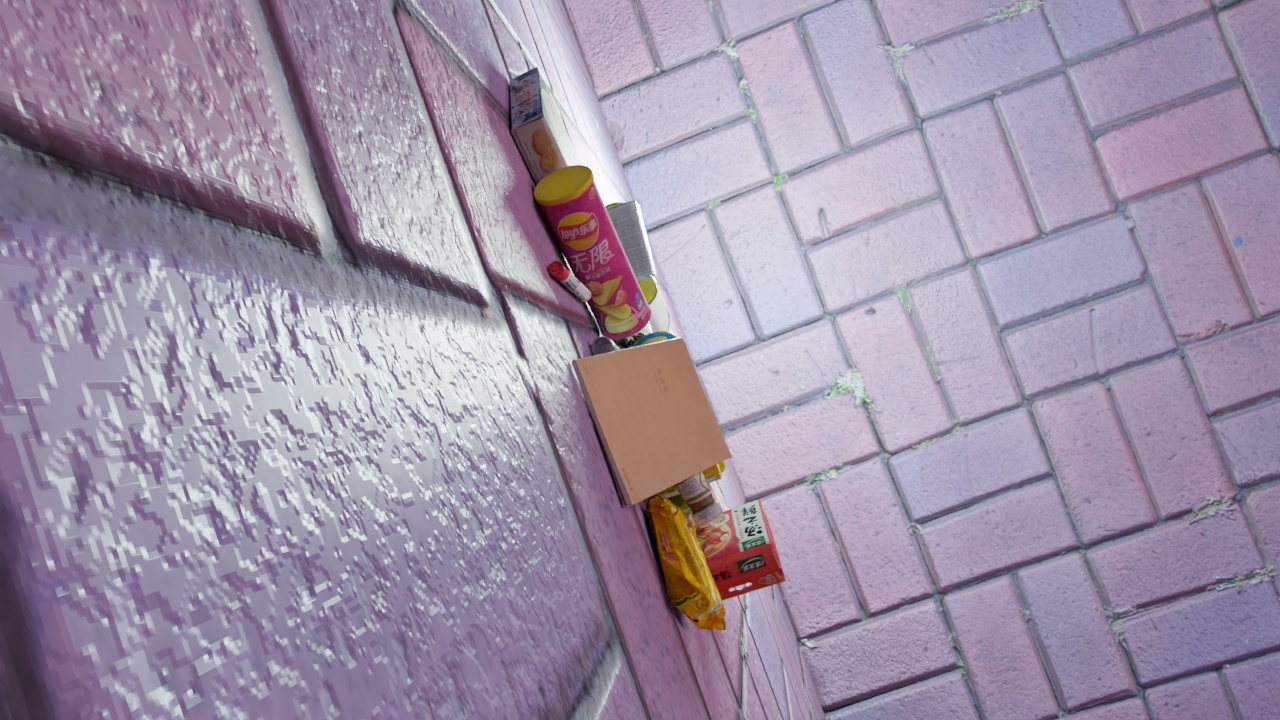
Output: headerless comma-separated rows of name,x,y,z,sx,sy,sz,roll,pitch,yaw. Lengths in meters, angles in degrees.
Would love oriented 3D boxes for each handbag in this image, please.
handbag,0.011,-0.079,1.591,0.163,0.063,0.178,59,16,-53

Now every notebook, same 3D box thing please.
notebook,0.017,0.055,0.957,0.211,0.012,0.149,-13,81,-57

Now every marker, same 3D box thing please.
marker,-0.075,-0.085,1.009,0.145,0.017,0.017,39,31,-78

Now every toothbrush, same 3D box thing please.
toothbrush,-0.024,0.007,1.126,0.027,0.026,0.224,49,0,15

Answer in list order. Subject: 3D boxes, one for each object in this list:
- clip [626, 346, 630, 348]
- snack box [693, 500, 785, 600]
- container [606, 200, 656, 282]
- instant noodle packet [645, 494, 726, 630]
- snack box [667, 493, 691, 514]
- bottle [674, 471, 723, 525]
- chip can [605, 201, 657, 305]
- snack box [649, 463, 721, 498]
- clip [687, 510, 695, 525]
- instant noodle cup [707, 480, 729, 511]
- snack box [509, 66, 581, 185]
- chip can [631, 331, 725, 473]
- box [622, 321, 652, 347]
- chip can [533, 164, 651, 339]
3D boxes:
clip,-0.009,0.007,1.321,0.049,0.015,0.057,-86,155,-71
snack box,0.112,0.238,1.144,0.127,0.113,0.044,-95,165,-69
container,-0.031,-0.168,1.367,0.090,0.090,0.111,-33,106,-84
instant noodle packet,0.048,0.218,0.973,0.111,0.044,0.128,52,14,-51
snack box,0.034,0.109,1.129,0.086,0.026,0.156,118,-42,-58
bottle,0.027,0.085,1.013,0.206,0.060,0.059,60,6,3
chip can,-0.025,-0.178,1.512,0.221,0.072,0.073,-104,171,-47
snack box,0.033,0.085,1.073,0.034,0.087,0.140,55,17,-69
clip,0.049,0.198,1.165,0.102,0.094,0.035,-52,133,-36
instant noodle cup,0.087,0.199,1.316,0.137,0.060,0.173,-101,168,-56
snack box,-0.107,-0.249,1.144,0.182,0.046,0.178,-103,170,-54
chip can,0.048,0.063,1.240,0.071,0.071,0.210,60,10,-58
box,-0.014,-0.047,1.364,0.164,0.060,0.071,39,50,-77
chip can,-0.053,-0.123,1.084,0.071,0.071,0.211,-103,171,-51
